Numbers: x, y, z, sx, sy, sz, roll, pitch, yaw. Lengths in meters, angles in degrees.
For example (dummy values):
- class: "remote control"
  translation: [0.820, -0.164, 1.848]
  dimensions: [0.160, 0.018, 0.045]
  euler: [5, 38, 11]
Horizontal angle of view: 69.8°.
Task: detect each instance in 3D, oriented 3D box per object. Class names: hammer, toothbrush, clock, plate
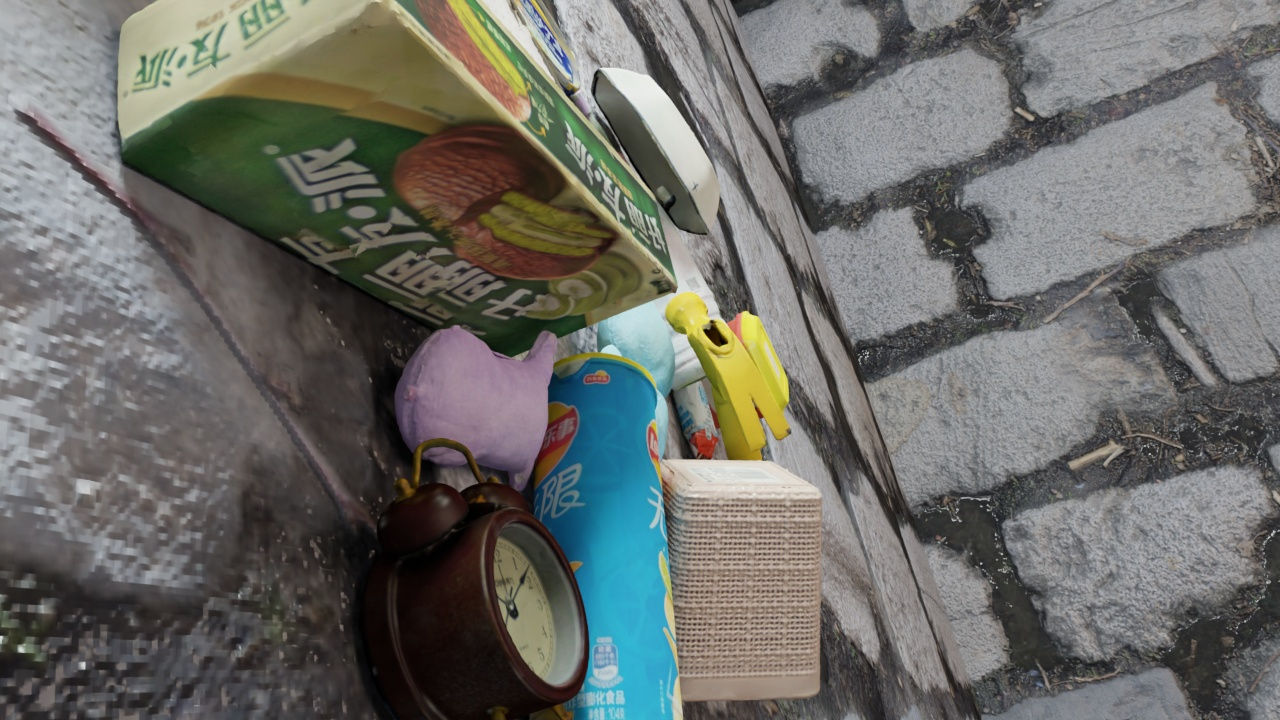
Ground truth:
- class: "hammer"
  translation: [0.084, 0.091, 0.715]
  dimensions: [0.128, 0.033, 0.301]
  euler: [-124, -168, -48]
- class: "toothbrush"
  translation: [-0.031, -0.202, 0.859]
  dimensions: [0.020, 0.029, 0.189]
  euler: [-44, 122, -25]
- class: "clock"
  translation: [-0.064, 0.089, 0.354]
  dimensions: [0.082, 0.055, 0.122]
  euler: [19, 50, -68]
- class: "toothbrush"
  translation: [0.018, -0.130, 0.839]
  dimensions: [0.018, 0.015, 0.181]
  euler: [50, -3, 2]
- class: "plate"
  translation: [0.016, -0.189, 0.816]
  dimensions: [0.162, 0.034, 0.265]
  euler: [56, 1, -10]

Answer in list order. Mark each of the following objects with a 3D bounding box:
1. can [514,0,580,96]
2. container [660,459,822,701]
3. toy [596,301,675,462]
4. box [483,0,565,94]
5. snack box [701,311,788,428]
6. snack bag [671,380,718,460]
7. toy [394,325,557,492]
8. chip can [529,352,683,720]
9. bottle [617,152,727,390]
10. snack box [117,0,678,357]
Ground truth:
- class: "can"
  translation: [-0.098, -0.237, 0.648]
  dimensions: [0.148, 0.049, 0.074]
  euler: [46, 28, -50]
- class: "container"
  translation: [0.048, 0.116, 0.508]
  dimensions: [0.090, 0.090, 0.111]
  euler: [-154, -114, -79]
- class: "toy"
  translation: [-0.004, 0.004, 0.640]
  dimensions: [0.161, 0.050, 0.156]
  euler: [48, 34, -69]
- class: "box"
  translation: [-0.089, -0.153, 0.547]
  dimensions: [0.184, 0.061, 0.089]
  euler: [62, 27, -27]
- class: "snack box"
  translation: [0.086, 0.013, 0.854]
  dimensions: [0.091, 0.080, 0.081]
  euler: [62, 18, -19]
- class: "snack bag"
  translation: [0.044, 0.039, 0.787]
  dimensions: [0.048, 0.026, 0.104]
  euler: [45, 28, -68]
- class: "toy"
  translation: [-0.073, 0.018, 0.426]
  dimensions: [0.108, 0.039, 0.084]
  euler: [21, 79, -62]
- class: "chip can"
  translation: [-0.020, 0.095, 0.454]
  dimensions: [0.071, 0.071, 0.209]
  euler: [52, 24, -42]
- class: "bottle"
  translation: [0.012, -0.076, 0.750]
  dimensions: [0.197, 0.068, 0.068]
  euler: [64, 17, 5]
- class: "snack box"
  translation: [-0.082, -0.078, 0.397]
  dimensions: [0.240, 0.115, 0.063]
  euler: [36, 37, -60]
